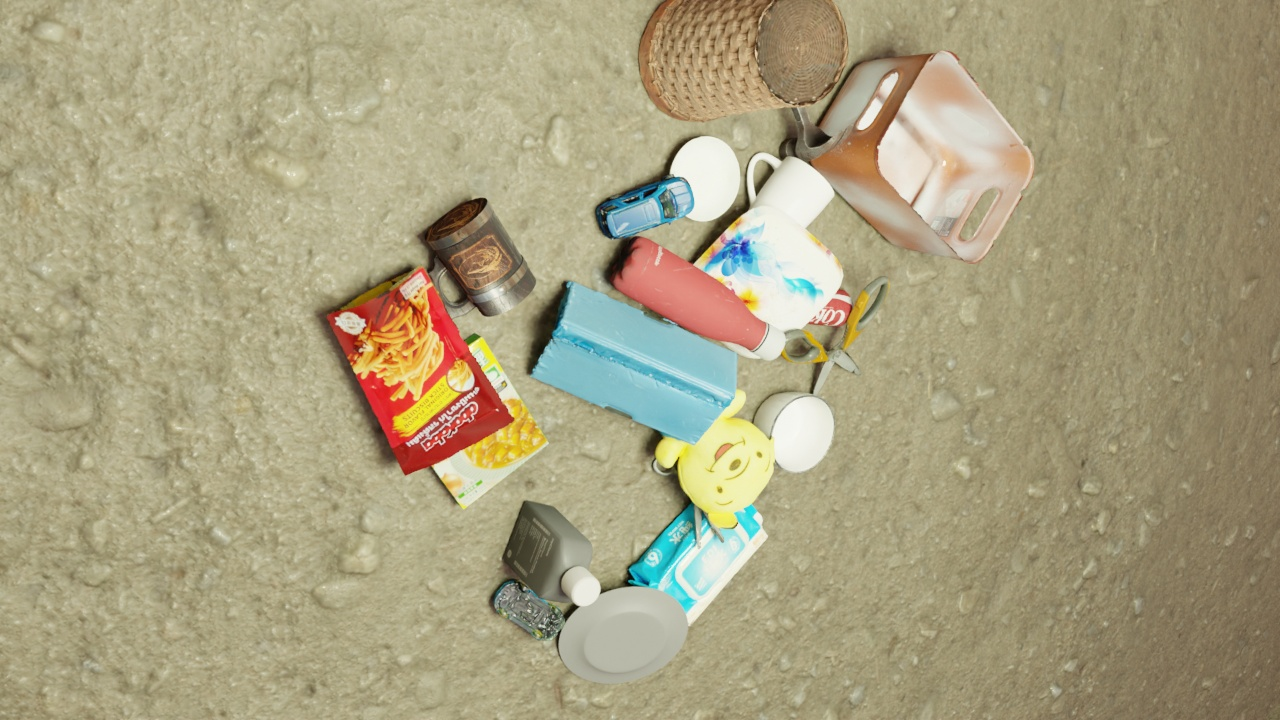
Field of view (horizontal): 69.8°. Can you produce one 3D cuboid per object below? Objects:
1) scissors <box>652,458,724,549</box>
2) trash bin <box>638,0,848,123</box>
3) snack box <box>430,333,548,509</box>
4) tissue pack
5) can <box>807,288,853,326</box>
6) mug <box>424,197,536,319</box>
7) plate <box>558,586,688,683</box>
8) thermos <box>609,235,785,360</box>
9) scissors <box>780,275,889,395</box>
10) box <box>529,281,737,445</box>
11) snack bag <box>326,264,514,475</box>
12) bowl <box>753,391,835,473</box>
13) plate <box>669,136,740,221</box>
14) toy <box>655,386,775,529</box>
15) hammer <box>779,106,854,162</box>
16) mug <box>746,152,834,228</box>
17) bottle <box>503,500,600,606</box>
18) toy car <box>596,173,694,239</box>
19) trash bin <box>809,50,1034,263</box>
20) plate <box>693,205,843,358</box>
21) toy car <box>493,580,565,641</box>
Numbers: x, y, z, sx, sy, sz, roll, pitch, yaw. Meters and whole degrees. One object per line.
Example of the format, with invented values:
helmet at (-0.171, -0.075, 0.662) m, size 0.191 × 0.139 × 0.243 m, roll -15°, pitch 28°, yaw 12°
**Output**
scissors at (0.085, 0.167, 1.241) m, size 0.141 × 0.014 × 0.146 m, roll 42°, pitch 72°, yaw 2°
trash bin at (0.112, -0.345, 1.035) m, size 0.151 × 0.210 × 0.151 m, roll -8°, pitch 107°, yaw -27°
snack box at (-0.201, 0.073, 1.082) m, size 0.131 × 0.027 × 0.168 m, roll -37°, pitch 118°, yaw -16°
tissue pack at (0.087, 0.262, 1.278) m, size 0.209 × 0.066 × 0.117 m, roll -46°, pitch 121°, yaw -13°
can at (0.245, -0.077, 1.278) m, size 0.096 × 0.054 × 0.054 m, roll 4°, pitch 102°, yaw -30°
mug at (-0.190, -0.105, 1.019) m, size 0.116 × 0.080 × 0.107 m, roll -26°, pitch 120°, yaw 10°
plate at (-0.021, 0.377, 1.239) m, size 0.178 × 0.012 × 0.179 m, roll -6°, pitch 121°, yaw -10°
thermos at (0.078, -0.069, 1.142) m, size 0.240 × 0.073 × 0.073 m, roll 28°, pitch 89°, yaw -17°
scissors at (0.277, -0.028, 1.282) m, size 0.225 × 0.016 × 0.229 m, roll 22°, pitch 110°, yaw -49°
box at (-0.007, 0.008, 1.122) m, size 0.231 × 0.094 × 0.112 m, roll 23°, pitch 129°, yaw -12°
snack bag at (-0.244, 0.013, 1.011) m, size 0.138 × 0.067 × 0.208 m, roll -32°, pitch 113°, yaw -23°
bowl at (0.211, 0.095, 1.299) m, size 0.116 × 0.066 × 0.116 m, roll -8°, pitch 108°, yaw -27°
plate at (0.076, -0.229, 1.156) m, size 0.104 × 0.026 × 0.104 m, roll -8°, pitch 107°, yaw -27°
toy at (0.091, 0.100, 1.201) m, size 0.149 × 0.084 × 0.214 m, roll -37°, pitch 100°, yaw -8°
hammer at (0.167, -0.394, 1.117) m, size 0.035 × 0.138 × 0.314 m, roll -31°, pitch 108°, yaw -17°
mug at (0.180, -0.217, 1.197) m, size 0.114 × 0.081 × 0.087 m, roll 40°, pitch 90°, yaw 0°
bottle at (-0.102, 0.240, 1.098) m, size 0.046 × 0.174 × 0.084 m, roll 19°, pitch 94°, yaw -32°
toy car at (0.008, -0.181, 1.106) m, size 0.120 × 0.043 × 0.056 m, roll -21°, pitch 114°, yaw -4°
trash bin at (0.372, -0.271, 1.235) m, size 0.259 × 0.157 × 0.181 m, roll 33°, pitch 86°, yaw -33°
plate at (0.158, -0.093, 1.196) m, size 0.187 × 0.016 × 0.187 m, roll 35°, pitch 110°, yaw -28°
toy car at (-0.144, 0.320, 1.180) m, size 0.105 × 0.032 × 0.048 m, roll 40°, pitch 83°, yaw -26°
